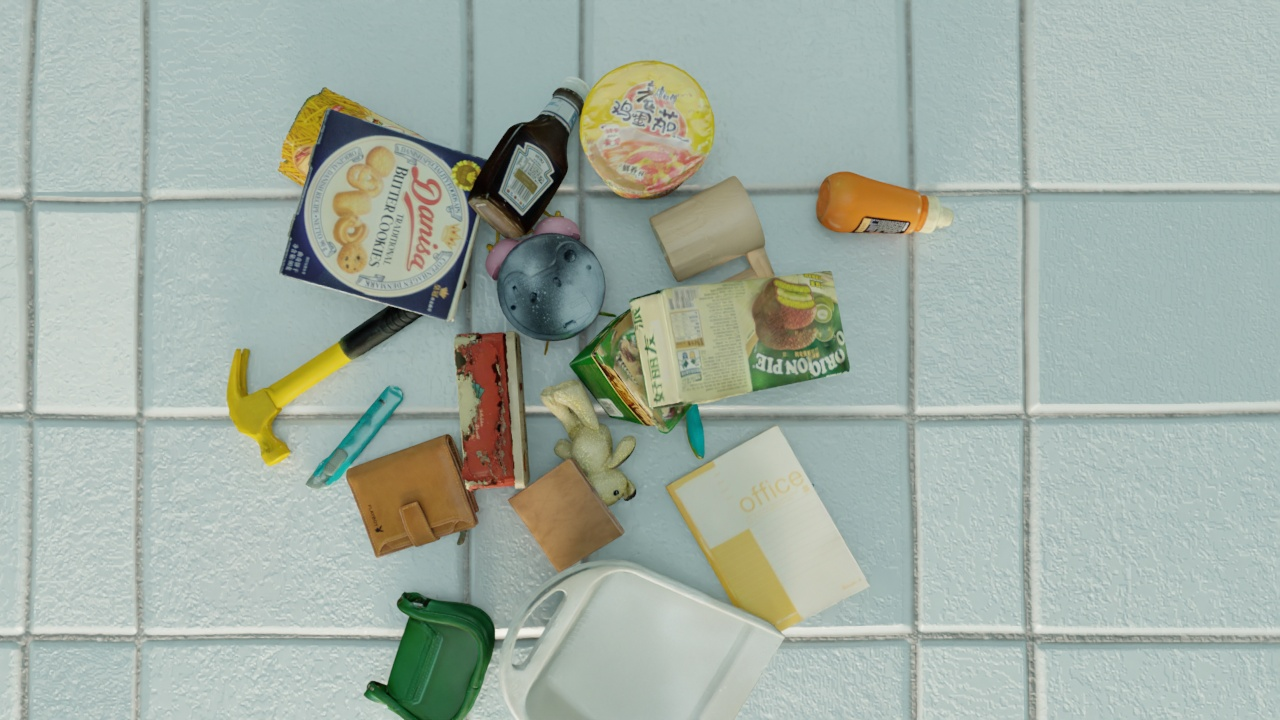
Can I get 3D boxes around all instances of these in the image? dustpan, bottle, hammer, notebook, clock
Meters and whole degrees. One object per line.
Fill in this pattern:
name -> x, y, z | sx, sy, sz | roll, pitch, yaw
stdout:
dustpan -> -0.010, 0.325, 0.957 | 0.258, 0.142, 0.222 | 31, 89, 6
bottle -> 0.272, -0.167, 1.011 | 0.149, 0.067, 0.066 | 7, 89, -7
hammer -> -0.327, -0.014, 1.024 | 0.301, 0.033, 0.129 | -33, 90, 0
bottle -> -0.111, -0.226, 0.991 | 0.080, 0.044, 0.194 | 43, 63, -35
notebook -> 0.140, 0.193, 1.017 | 0.146, 0.010, 0.206 | -29, 90, 6
clock -> -0.105, -0.095, 1.011 | 0.117, 0.060, 0.158 | -28, 90, 1

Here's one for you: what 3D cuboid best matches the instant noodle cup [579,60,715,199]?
instant noodle cup -> 0.006, -0.237, 0.987 | 0.138, 0.110, 0.138 | 0, 88, 0

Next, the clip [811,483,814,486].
clip -> 0.166, 0.144, 1.025 | 0.057, 0.014, 0.047 | 8, 91, -1

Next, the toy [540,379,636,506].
toy -> -0.059, 0.091, 0.990 | 0.105, 0.066, 0.157 | -12, 113, 27

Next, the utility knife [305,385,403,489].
utility knife -> -0.320, 0.089, 1.031 | 0.029, 0.013, 0.151 | 39, 89, 0

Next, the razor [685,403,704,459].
razor -> 0.062, 0.044, 1.021 | 0.043, 0.028, 0.132 | 0, 86, -31

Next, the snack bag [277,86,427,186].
snack bag -> -0.285, -0.204, 1.019 | 0.208, 0.073, 0.128 | 31, 88, -6

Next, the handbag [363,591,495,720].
handbag -> -0.226, 0.328, 0.997 | 0.120, 0.068, 0.131 | 18, 89, 2

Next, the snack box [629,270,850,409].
snack box -> 0.107, -0.024, 0.944 | 0.239, 0.063, 0.114 | -10, 89, -36

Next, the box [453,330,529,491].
box -> -0.167, 0.054, 0.992 | 0.080, 0.091, 0.168 | -5, 89, -2

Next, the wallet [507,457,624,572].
wallet -> -0.081, 0.169, 0.995 | 0.116, 0.020, 0.101 | -35, 89, 36

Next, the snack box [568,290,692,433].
snack box -> -0.006, 0.006, 0.965 | 0.118, 0.106, 0.117 | 53, 57, -15

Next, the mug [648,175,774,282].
mug -> 0.079, -0.125, 1.007 | 0.103, 0.084, 0.125 | -24, 115, 1

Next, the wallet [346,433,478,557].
wallet -> -0.248, 0.156, 1.011 | 0.131, 0.035, 0.119 | -20, 87, 14

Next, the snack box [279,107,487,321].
snack box -> -0.265, -0.151, 0.971 | 0.182, 0.046, 0.178 | 15, 86, -12
